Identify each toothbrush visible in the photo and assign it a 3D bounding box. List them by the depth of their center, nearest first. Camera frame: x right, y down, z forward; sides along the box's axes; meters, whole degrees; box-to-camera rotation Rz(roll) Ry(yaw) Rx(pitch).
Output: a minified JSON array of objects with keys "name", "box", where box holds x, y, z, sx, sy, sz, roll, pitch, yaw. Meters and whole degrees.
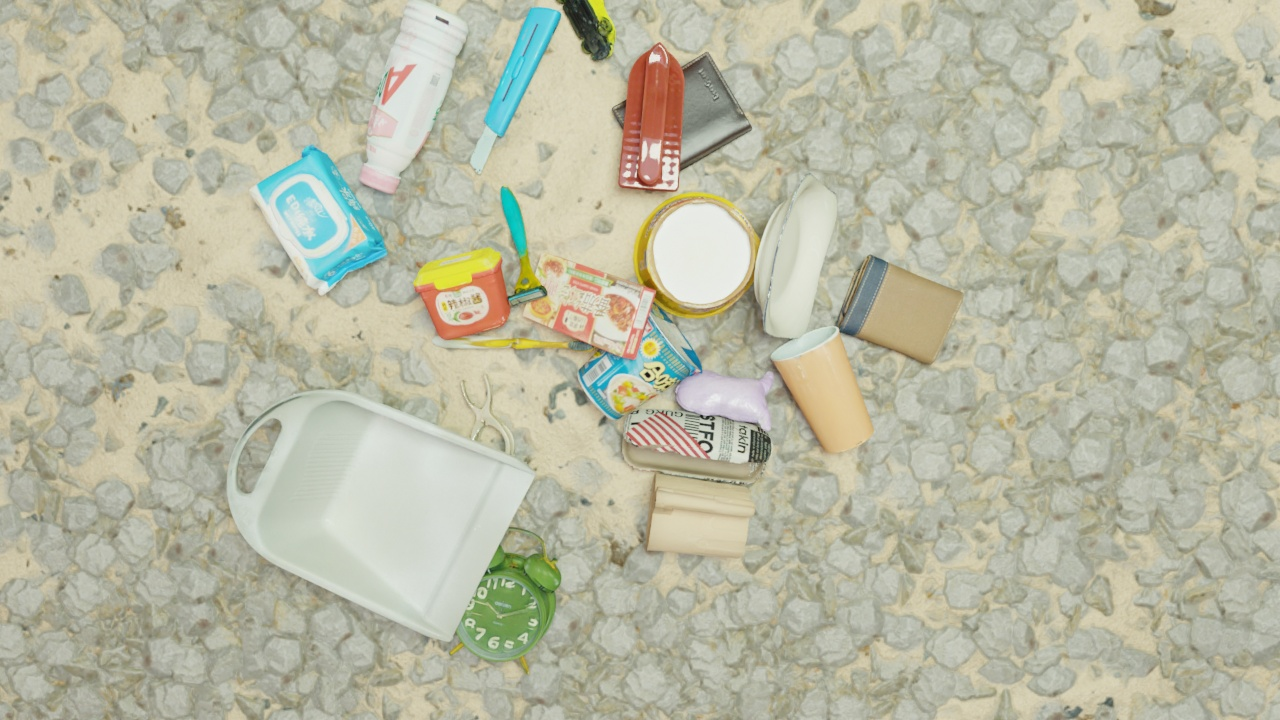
[{"name":"toothbrush","box":[-0.141,-0.019,1.001,0.191,0.018,0.016,2,90,13]}]

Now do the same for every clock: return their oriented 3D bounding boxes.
[{"name":"clock","box":[-0.151,0.264,1.032,0.116,0.056,0.161,14,96,-1]}]

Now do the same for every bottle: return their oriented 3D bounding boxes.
[{"name":"bottle","box":[-0.245,-0.274,0.968,0.068,0.068,0.197,23,99,-2]}]

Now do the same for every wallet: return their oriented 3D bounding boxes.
[{"name":"wallet","box":[0.044,-0.260,0.987,0.122,0.020,0.096,-30,95,2]},{"name":"wallet","box":[0.281,-0.055,0.999,0.115,0.033,0.090,20,99,-2]}]

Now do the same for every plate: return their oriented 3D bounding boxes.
[{"name":"plate","box":[0.153,-0.105,0.941,0.034,0.164,0.163,16,95,24]}]

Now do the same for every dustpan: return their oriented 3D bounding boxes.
[{"name":"dustpan","box":[-0.288,0.151,0.964,0.258,0.142,0.223,29,97,18]}]

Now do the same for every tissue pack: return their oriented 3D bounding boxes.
[{"name":"tissue pack","box":[-0.345,-0.150,0.984,0.090,0.063,0.140,-31,95,4]}]

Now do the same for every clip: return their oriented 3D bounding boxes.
[{"name":"clip","box":[-0.159,0.066,1.022,0.083,0.034,0.104,1,89,4]}]

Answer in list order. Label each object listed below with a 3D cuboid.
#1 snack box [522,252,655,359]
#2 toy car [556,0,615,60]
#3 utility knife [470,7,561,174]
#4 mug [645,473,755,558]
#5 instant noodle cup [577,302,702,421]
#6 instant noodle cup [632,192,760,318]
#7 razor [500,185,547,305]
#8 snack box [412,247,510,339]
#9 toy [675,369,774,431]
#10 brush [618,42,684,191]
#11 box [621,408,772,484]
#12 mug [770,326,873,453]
[{"name":"snack box","box":[-0.056,-0.059,0.964,0.153,0.025,0.075,23,98,38]},{"name":"toy car","box":[-0.055,-0.368,0.964,0.032,0.048,0.105,-29,95,-29]},{"name":"utility knife","box":[-0.139,-0.290,0.987,0.034,0.018,0.191,26,98,3]},{"name":"mug","box":[0.063,0.164,0.985,0.103,0.125,0.084,7,68,-2]},{"name":"instant noodle cup","box":[-0.006,0.006,0.984,0.110,0.099,0.099,-38,94,12]},{"name":"instant noodle cup","box":[0.061,-0.111,0.957,0.138,0.109,0.138,0,95,0]},{"name":"razor","box":[-0.133,-0.127,0.994,0.043,0.028,0.132,-17,79,16]},{"name":"snack box","box":[-0.187,-0.071,0.987,0.091,0.082,0.080,-14,109,4]},{"name":"toy","box":[0.092,0.036,1.000,0.108,0.083,0.039,7,136,9]},{"name":"brush","box":[0.014,-0.249,0.943,0.063,0.069,0.146,5,91,0]},{"name":"box","box":[0.060,0.099,1.010,0.163,0.076,0.088,5,130,0]},{"name":"mug","box":[0.201,0.034,0.992,0.078,0.078,0.123,-26,101,4]}]
